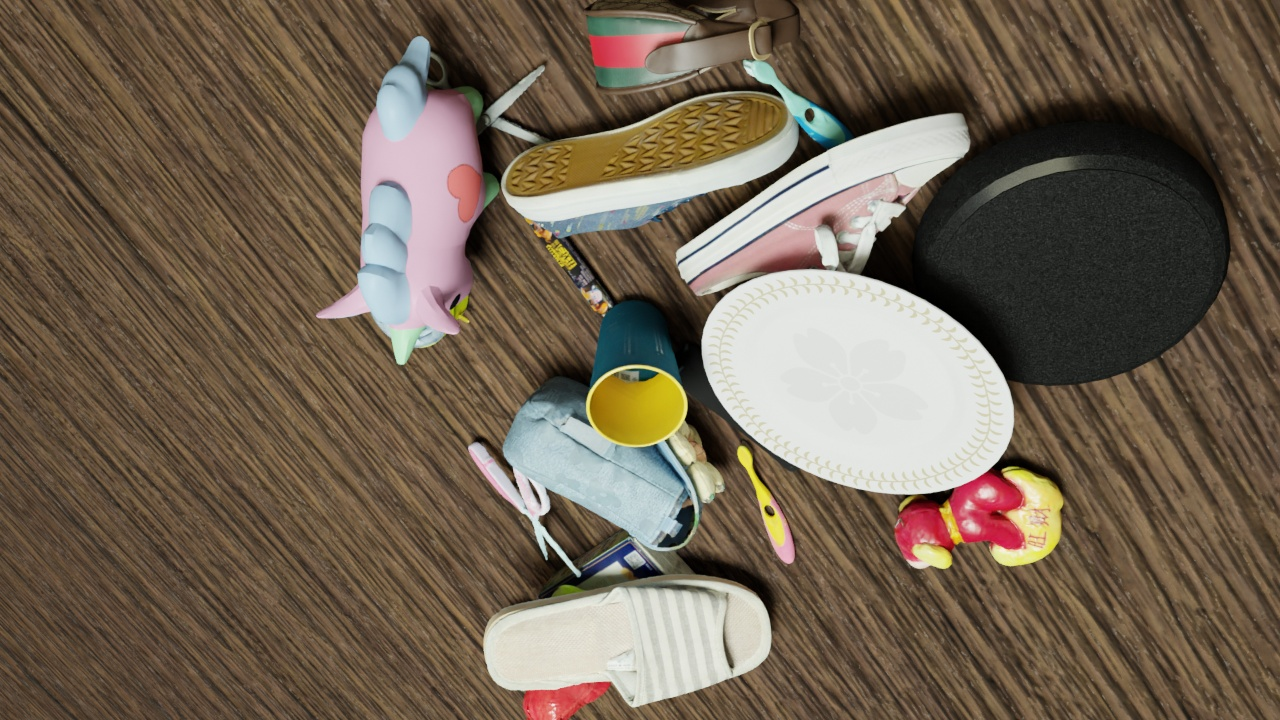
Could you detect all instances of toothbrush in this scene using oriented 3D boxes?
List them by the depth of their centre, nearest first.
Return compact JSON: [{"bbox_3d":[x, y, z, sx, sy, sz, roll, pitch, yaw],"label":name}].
[{"bbox_3d":[0.115,-0.177,0.647,0.017,0.135,0.022,40,102,44],"label":"toothbrush"},{"bbox_3d":[0.117,0.132,0.849,0.021,0.016,0.135,-15,112,23],"label":"toothbrush"}]

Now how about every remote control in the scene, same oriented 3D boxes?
[{"bbox_3d":[0.089,0.044,0.810,0.152,0.020,0.041,37,123,-4],"label":"remote control"}]

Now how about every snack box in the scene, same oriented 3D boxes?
[{"bbox_3d":[-0.006,0.250,0.935,0.145,0.042,0.144,-37,99,31],"label":"snack box"}]

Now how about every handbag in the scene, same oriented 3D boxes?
[{"bbox_3d":[0.036,-0.219,0.609,0.138,0.166,0.063,-7,115,9],"label":"handbag"},{"bbox_3d":[-0.017,0.078,0.816,0.192,0.121,0.119,32,105,3],"label":"handbag"}]

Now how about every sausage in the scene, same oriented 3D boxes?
[{"bbox_3d":[-0.069,-0.097,0.794,0.020,0.020,0.155,-31,103,29],"label":"sausage"}]

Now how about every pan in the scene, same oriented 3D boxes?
[{"bbox_3d":[0.243,-0.033,0.687,0.357,0.044,0.204,-30,116,33],"label":"pan"}]

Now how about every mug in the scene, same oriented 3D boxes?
[{"bbox_3d":[-0.004,0.004,0.757,0.078,0.121,0.078,-1,122,-1],"label":"mug"}]

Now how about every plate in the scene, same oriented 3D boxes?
[{"bbox_3d":[0.162,0.020,0.712,0.243,0.016,0.243,20,143,16],"label":"plate"}]

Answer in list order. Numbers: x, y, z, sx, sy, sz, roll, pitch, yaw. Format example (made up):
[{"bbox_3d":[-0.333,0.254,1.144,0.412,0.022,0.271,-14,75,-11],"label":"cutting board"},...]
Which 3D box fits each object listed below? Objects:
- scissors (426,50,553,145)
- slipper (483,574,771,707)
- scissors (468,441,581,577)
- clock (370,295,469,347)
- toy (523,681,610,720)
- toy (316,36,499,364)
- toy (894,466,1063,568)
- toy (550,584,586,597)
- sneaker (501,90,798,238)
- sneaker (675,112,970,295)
[{"bbox_3d":[-0.140,-0.194,0.773,0.141,0.014,0.175,41,124,-4],"label":"scissors"},{"bbox_3d":[-0.012,0.264,0.861,0.272,0.054,0.114,-3,93,-3],"label":"slipper"},{"bbox_3d":[-0.108,0.141,0.888,0.170,0.014,0.169,52,154,4],"label":"scissors"},{"bbox_3d":[-0.209,-0.069,0.836,0.083,0.056,0.119,-22,107,28],"label":"clock"},{"bbox_3d":[-0.107,0.329,0.970,0.133,0.093,0.088,49,150,-6],"label":"toy"},{"bbox_3d":[-0.176,-0.125,0.715,0.120,0.170,0.222,7,125,14],"label":"toy"},{"bbox_3d":[0.280,0.130,0.764,0.137,0.067,0.105,-16,106,17],"label":"toy"},{"bbox_3d":[-0.044,0.275,0.910,0.118,0.043,0.092,26,111,-2],"label":"toy"},{"bbox_3d":[0.011,-0.139,0.715,0.236,0.087,0.079,-10,144,19],"label":"sneaker"},{"bbox_3d":[0.136,-0.094,0.677,0.242,0.118,0.088,-28,84,34],"label":"sneaker"}]
